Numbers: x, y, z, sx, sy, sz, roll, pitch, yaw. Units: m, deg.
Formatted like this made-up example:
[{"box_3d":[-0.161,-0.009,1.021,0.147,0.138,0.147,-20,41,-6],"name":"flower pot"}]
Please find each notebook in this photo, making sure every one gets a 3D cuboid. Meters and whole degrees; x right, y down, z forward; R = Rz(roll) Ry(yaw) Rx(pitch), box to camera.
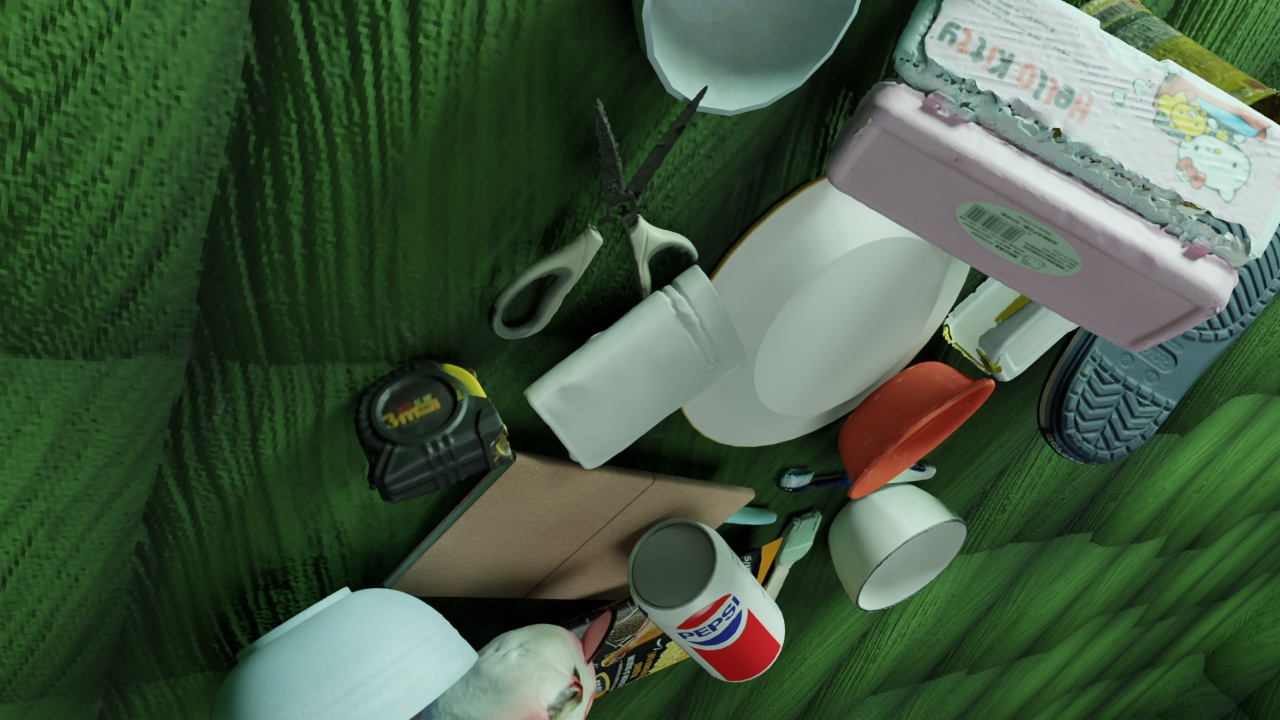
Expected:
[{"box_3d":[-0.039,0.114,0.592,0.208,0.008,0.142,16,129,-44],"name":"notebook"}]

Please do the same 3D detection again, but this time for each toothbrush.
[{"box_3d":[0.037,0.112,0.659,0.180,0.016,0.017,9,124,-40],"name":"toothbrush"},{"box_3d":[0.181,0.092,0.744,0.188,0.016,0.017,1,118,-36],"name":"toothbrush"}]

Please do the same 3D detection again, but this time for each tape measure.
[{"box_3d":[-0.104,0.033,0.441,0.067,0.062,0.038,-24,139,-15],"name":"tape measure"}]

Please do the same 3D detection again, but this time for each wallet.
[{"box_3d":[-0.003,0.003,0.497,0.116,0.032,0.086,-32,142,-5],"name":"wallet"}]

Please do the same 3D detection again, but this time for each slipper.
[{"box_3d":[0.393,-0.031,0.720,0.252,0.105,0.095,-51,-178,-3],"name":"slipper"}]

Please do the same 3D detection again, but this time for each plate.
[{"box_3d":[0.126,-0.025,0.582,0.229,0.021,0.230,-20,138,-19],"name":"plate"}]

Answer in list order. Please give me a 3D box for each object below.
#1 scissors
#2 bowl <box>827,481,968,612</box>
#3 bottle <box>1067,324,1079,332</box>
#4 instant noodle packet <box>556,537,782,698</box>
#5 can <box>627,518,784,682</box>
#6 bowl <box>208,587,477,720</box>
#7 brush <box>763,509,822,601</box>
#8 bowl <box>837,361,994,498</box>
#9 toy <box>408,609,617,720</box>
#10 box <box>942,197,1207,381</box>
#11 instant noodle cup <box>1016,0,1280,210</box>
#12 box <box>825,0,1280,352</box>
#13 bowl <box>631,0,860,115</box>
[{"box_3d":[-0.013,-0.059,0.432,0.158,0.012,0.169,-37,153,17],"name":"scissors"},{"box_3d":[0.214,0.154,0.788,0.116,0.065,0.116,-20,138,-19],"name":"bowl"},{"box_3d":[0.325,-0.056,0.679,0.041,0.041,0.116,7,125,-40],"name":"bottle"},{"box_3d":[0.001,0.218,0.722,0.220,0.032,0.160,-16,143,-22],"name":"instant noodle packet"},{"box_3d":[0.047,0.165,0.625,0.070,0.070,0.132,-36,135,0],"name":"can"},{"box_3d":[-0.173,0.174,0.504,0.150,0.075,0.150,-32,177,-2],"name":"bowl"},{"box_3d":[0.114,0.207,0.814,0.033,0.012,0.218,-10,136,-28],"name":"brush"},{"box_3d":[0.189,0.043,0.663,0.130,0.045,0.131,-31,156,-15],"name":"bowl"},{"box_3d":[-0.109,0.234,0.581,0.214,0.084,0.141,-32,178,30],"name":"toy"},{"box_3d":[0.286,-0.082,0.596,0.210,0.080,0.084,-45,141,10],"name":"box"},{"box_3d":[0.286,-0.139,0.515,0.102,0.108,0.102,-19,136,-20],"name":"instant noodle cup"},{"box_3d":[0.209,-0.103,0.464,0.103,0.201,0.101,-60,179,-20],"name":"box"},{"box_3d":[0.039,-0.158,0.373,0.106,0.039,0.106,-20,138,-19],"name":"bowl"}]
